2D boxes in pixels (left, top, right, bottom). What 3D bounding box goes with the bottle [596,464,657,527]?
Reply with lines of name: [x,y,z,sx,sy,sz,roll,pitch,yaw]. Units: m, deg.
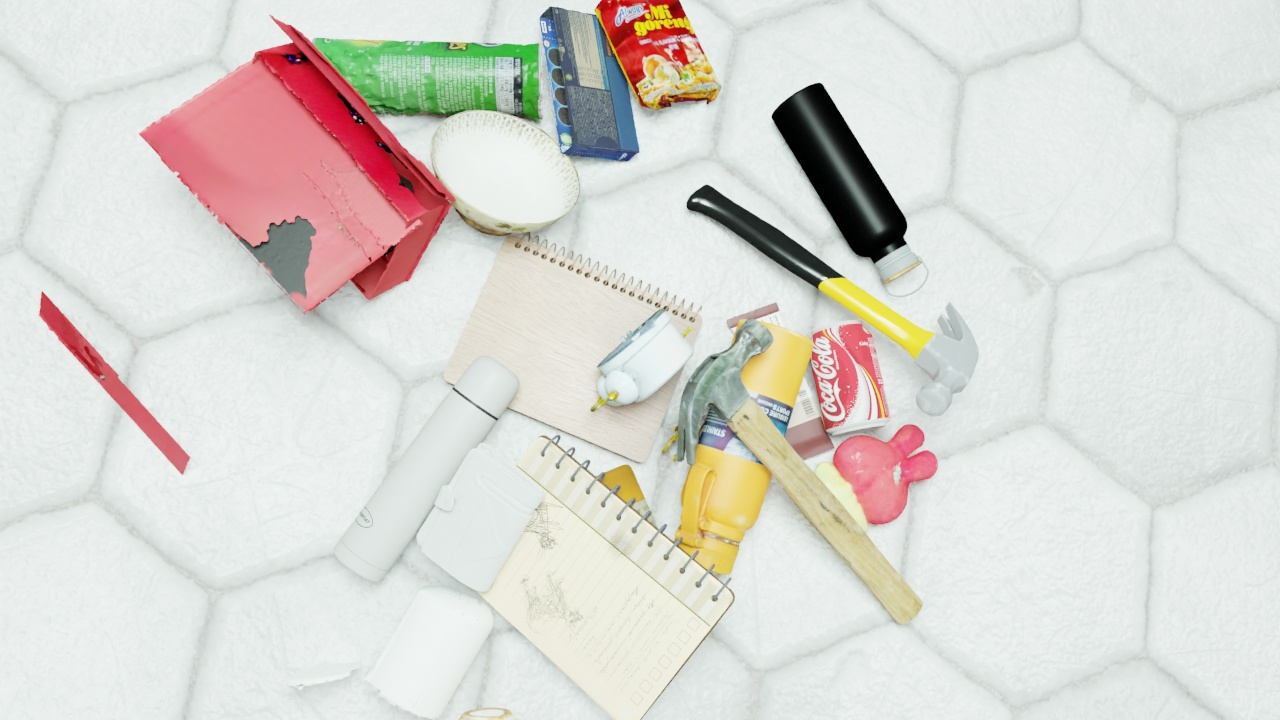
bottle: [-0.010,0.179,0.847,0.067,0.068,0.157,-23,83,-9]

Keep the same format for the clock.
clock: [-0.005,0.005,0.848,0.117,0.083,0.057,-43,94,-10]

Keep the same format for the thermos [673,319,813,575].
thermos: [0.086,0.079,0.861,0.091,0.076,0.232,21,85,-25]

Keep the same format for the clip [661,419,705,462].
clip: [0.043,0.076,0.886,0.044,0.053,0.050,7,104,11]

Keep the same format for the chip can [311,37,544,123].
chip can: [-0.208,-0.277,0.902,0.223,0.075,0.075,0,80,-6]

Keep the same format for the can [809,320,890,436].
can: [0.203,0.018,0.897,0.064,0.064,0.104,-9,80,-8]

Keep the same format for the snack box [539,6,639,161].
snack box: [-0.051,-0.277,0.924,0.082,0.027,0.150,-1,78,-37]

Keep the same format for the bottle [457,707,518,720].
bottle: [-0.136,0.365,0.805,0.063,0.063,0.109,-1,80,-6]

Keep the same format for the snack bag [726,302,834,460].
snack bag: [0.139,0.023,0.916,0.057,0.013,0.158,-20,84,-8]

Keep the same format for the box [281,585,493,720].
box: [-0.220,0.253,0.809,0.143,0.083,0.137,29,80,-6]

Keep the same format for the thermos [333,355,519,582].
thermos: [-0.191,0.095,0.839,0.052,0.052,0.224,35,85,1]

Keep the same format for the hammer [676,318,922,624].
hammer: [0.155,0.126,0.834,0.132,0.033,0.330,-46,109,-16]

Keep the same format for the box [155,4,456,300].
box: [-0.237,-0.223,0.671,0.140,0.512,0.215,-41,87,-27]

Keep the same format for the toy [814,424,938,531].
toy: [0.226,0.114,0.893,0.135,0.045,0.091,-34,95,-5]

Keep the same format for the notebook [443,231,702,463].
notebook: [-0.062,-0.016,0.899,0.210,0.022,0.169,23,80,-2]

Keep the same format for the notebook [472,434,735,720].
notebook: [-0.047,0.190,0.810,0.225,0.024,0.167,38,103,14]

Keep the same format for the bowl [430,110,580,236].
bowl: [-0.137,-0.167,0.881,0.145,0.063,0.145,16,51,-21]

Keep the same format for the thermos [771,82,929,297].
thermos: [0.218,-0.168,0.933,0.061,0.061,0.231,-29,84,-10]

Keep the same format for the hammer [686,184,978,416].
hammer: [0.182,-0.077,0.891,0.323,0.029,0.126,37,49,17]

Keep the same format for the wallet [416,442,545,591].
wallet: [-0.143,0.139,0.812,0.086,0.032,0.116,31,102,14]

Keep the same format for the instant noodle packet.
instant noodle packet: [0.020,-0.316,0.936,0.098,0.040,0.135,-20,81,-32]
